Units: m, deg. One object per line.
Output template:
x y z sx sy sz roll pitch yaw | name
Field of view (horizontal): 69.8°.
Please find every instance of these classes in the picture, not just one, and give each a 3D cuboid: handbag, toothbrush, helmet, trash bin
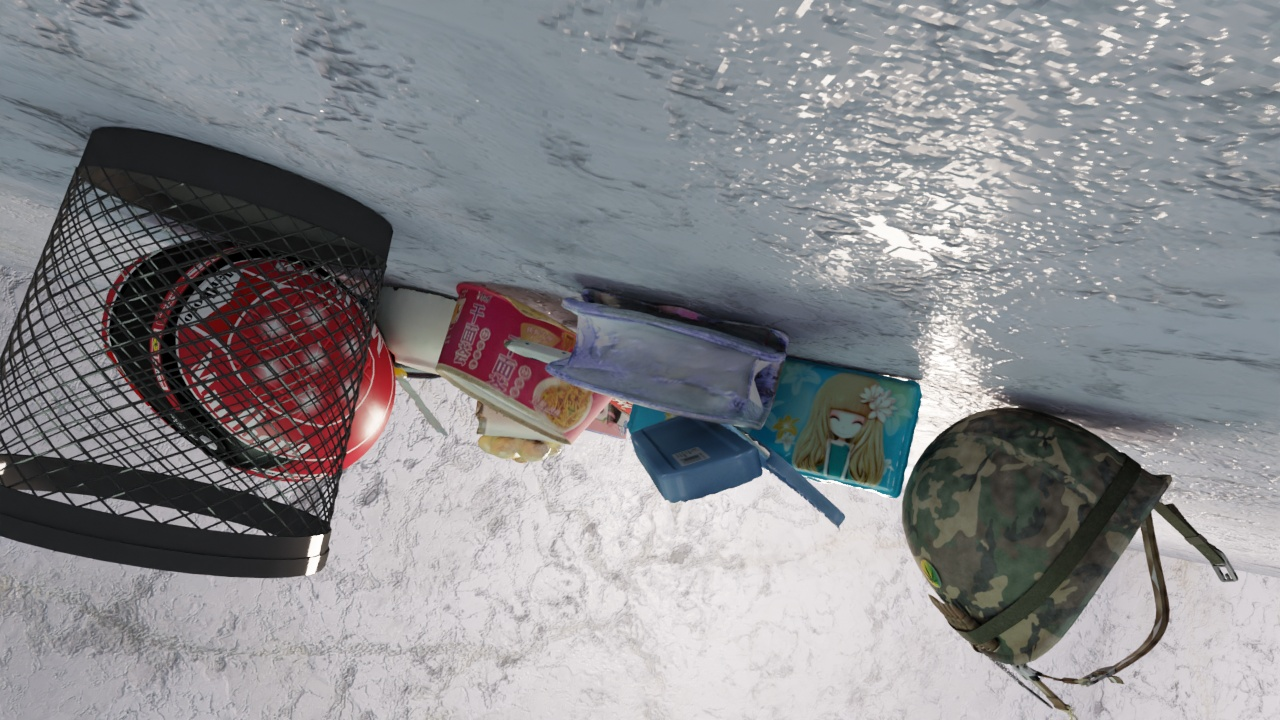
-0.139 0.046 1.054 0.112 0.123 0.171 4 -157 -15 | handbag
0.024 -0.006 0.662 0.159 0.069 0.126 13 -173 11 | handbag
-0.017 0.014 0.727 0.189 0.017 0.016 16 -154 -4 | toothbrush
-0.358 -0.003 0.868 0.271 0.197 0.225 45 150 -27 | helmet
-0.282 -0.003 0.588 0.218 0.227 0.218 14 174 1 | trash bin
0.318 0.148 0.714 0.236 0.192 0.225 37 161 23 | helmet

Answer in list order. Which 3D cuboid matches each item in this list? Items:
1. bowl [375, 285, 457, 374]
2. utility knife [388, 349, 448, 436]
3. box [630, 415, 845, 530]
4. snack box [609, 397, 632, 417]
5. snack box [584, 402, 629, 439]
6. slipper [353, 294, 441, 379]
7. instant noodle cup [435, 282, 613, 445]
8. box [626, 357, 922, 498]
-0.206 -0.023 0.957 0.153 0.073 0.153 13 173 2 | bowl
-0.272 -0.004 0.976 0.227 0.019 0.030 52 -162 16 | utility knife
0.059 0.064 0.617 0.122 0.047 0.209 9 -177 -6 | box
0.034 0.058 1.136 0.152 0.035 0.132 12 160 40 | snack box
-0.077 0.047 1.225 0.154 0.088 0.033 18 170 -36 | snack box
-0.346 -0.030 1.084 0.263 0.101 0.082 11 175 -4 | slipper
-0.103 0.011 0.811 0.178 0.077 0.179 28 169 6 | instant noodle cup
0.119 0.049 0.785 0.227 0.097 0.117 11 172 22 | box
